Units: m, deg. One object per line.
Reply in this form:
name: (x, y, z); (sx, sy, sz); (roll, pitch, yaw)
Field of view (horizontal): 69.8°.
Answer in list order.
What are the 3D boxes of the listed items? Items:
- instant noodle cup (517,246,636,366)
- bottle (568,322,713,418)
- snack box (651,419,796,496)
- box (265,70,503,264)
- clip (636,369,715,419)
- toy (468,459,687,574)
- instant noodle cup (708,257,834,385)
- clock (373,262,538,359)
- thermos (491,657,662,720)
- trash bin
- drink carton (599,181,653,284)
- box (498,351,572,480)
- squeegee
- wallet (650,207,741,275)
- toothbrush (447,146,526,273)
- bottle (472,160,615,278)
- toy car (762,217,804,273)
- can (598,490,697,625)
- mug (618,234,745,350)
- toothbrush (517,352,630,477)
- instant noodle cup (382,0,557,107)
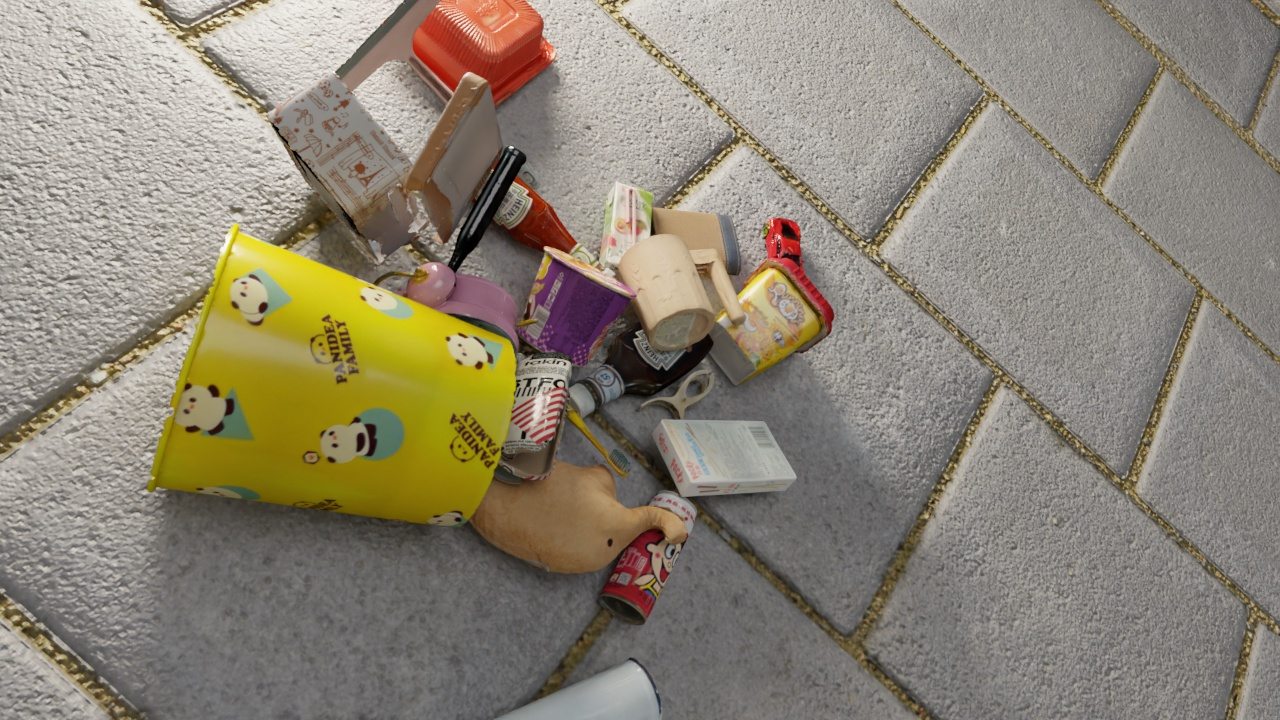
instant noodle cup: (-0.074, -0.054, 0.985); (0.111, 0.111, 0.099); (25, 100, -13)
bottle: (-0.006, 0.006, 1.035); (0.194, 0.044, 0.080); (-32, 78, -32)
snack box: (0.094, 0.106, 1.013); (0.156, 0.027, 0.084); (3, 47, -36)
box: (-0.231, -0.212, 0.918); (0.192, 0.183, 0.156); (-42, 88, -12)
clip: (0.045, 0.044, 1.050); (0.097, 0.034, 0.061); (-41, 88, -25)
toy: (-0.069, 0.149, 0.903); (0.226, 0.083, 0.143); (28, 54, -1)
instant noodle cup: (0.145, -0.041, 1.095); (0.123, 0.116, 0.116); (-37, 86, -22)
clock: (-0.194, -0.043, 0.922); (0.158, 0.117, 0.059); (25, 53, -29)
thermos: (-0.091, 0.343, 0.821); (0.223, 0.073, 0.073); (-14, 73, -29)
trash bin: (-0.261, 0.031, 0.805); (0.255, 0.230, 0.229); (18, 60, -23)
drink carton: (-0.017, -0.153, 1.105); (0.053, 0.046, 0.122); (14, 61, -17)
box: (-0.106, 0.058, 0.895); (0.075, 0.081, 0.163); (-2, 34, 4)
squeegee: (-0.209, -0.291, 1.067); (0.247, 0.040, 0.249); (-45, 109, 0)
wallet: (0.067, -0.149, 1.152); (0.115, 0.033, 0.090); (3, 63, -23)
toothbrush: (-0.185, -0.136, 0.991); (0.027, 0.026, 0.212); (28, 81, -1)
bottle: (-0.115, -0.151, 1.049); (0.206, 0.060, 0.059); (41, 56, -2)
toy car: (0.191, -0.139, 1.206); (0.049, 0.031, 0.106); (9, 65, -20)
can: (0.010, 0.200, 0.943); (0.053, 0.053, 0.132); (35, 57, -6)
mug: (0.048, -0.077, 1.030); (0.124, 0.084, 0.103); (-6, 58, -22)
toothbrush: (-0.072, 0.052, 0.963); (0.191, 0.018, 0.016); (46, 28, 25)
instant noodle cup: (-0.197, -0.406, 1.122); (0.164, 0.079, 0.188); (41, 54, -4)
